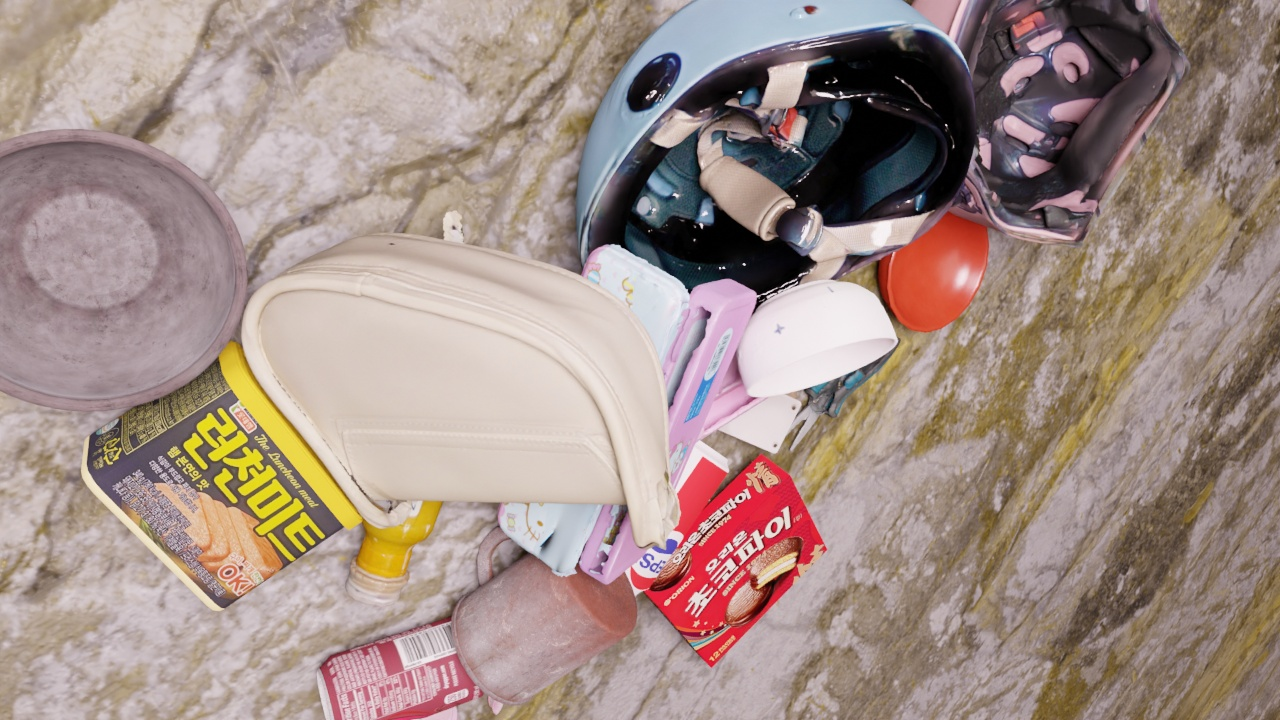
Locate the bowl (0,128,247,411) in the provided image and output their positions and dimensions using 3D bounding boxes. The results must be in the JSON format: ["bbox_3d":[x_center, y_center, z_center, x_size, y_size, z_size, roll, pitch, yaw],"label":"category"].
[{"bbox_3d":[-0.292,-0.052,0.490,0.144,0.067,0.145,-11,113,-27],"label":"bowl"}]

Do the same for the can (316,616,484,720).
[{"bbox_3d":[-0.172,0.232,0.671,0.114,0.063,0.063,-12,114,-27],"label":"can"}]

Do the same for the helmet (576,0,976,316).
[{"bbox_3d":[0.071,-0.136,0.607,0.266,0.166,0.225,-35,137,14],"label":"helmet"}]

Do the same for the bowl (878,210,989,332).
[{"bbox_3d":[0.256,-0.088,0.822,0.121,0.035,0.122,-11,113,-27],"label":"bowl"}]

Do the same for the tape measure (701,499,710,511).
[{"bbox_3d":[0.030,0.142,0.783,0.051,0.019,0.059,2,114,-29],"label":"tape measure"}]

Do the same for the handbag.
[{"bbox_3d":[-0.090,0.012,0.541,0.131,0.229,0.184,-50,136,-57],"label":"handbag"}]

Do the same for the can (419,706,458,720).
[{"bbox_3d":[-0.169,0.299,0.695,0.067,0.067,0.076,-13,114,-27],"label":"can"}]

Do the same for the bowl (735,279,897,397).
[{"bbox_3d":[0.113,-0.018,0.615,0.104,0.105,0.054,-8,71,-28],"label":"bowl"}]

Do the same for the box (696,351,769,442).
[{"bbox_3d":[-0.007,0.005,0.688,0.201,0.059,0.155,-28,87,-20],"label":"box"}]

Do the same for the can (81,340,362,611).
[{"bbox_3d":[-0.252,0.072,0.559,0.101,0.072,0.131,-35,122,-13],"label":"can"}]

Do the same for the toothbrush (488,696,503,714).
[{"bbox_3d":[-0.106,0.223,0.735,0.021,0.016,0.135,6,105,-21],"label":"toothbrush"}]

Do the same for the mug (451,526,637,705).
[{"bbox_3d":[-0.075,0.171,0.670,0.110,0.123,0.096,-34,156,13],"label":"mug"}]

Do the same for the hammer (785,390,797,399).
[{"bbox_3d":[0.131,-0.105,0.746,0.119,0.031,0.331,-8,111,-28],"label":"hammer"}]

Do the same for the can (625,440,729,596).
[{"bbox_3d":[0.008,0.117,0.731,0.070,0.070,0.132,36,88,-35],"label":"can"}]

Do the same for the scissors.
[{"bbox_3d":[0.183,0.013,0.827,0.150,0.019,0.121,-18,117,-22],"label":"scissors"}]

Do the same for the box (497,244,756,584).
[{"bbox_3d":[-0.016,0.034,0.595,0.089,0.092,0.214,-22,137,-62],"label":"box"}]

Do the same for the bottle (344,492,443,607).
[{"bbox_3d":[-0.156,0.077,0.628,0.053,0.053,0.186,15,100,-34],"label":"bottle"}]

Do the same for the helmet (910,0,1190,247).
[{"bbox_3d":[0.289,-0.221,0.720,0.255,0.152,0.230,23,97,-35],"label":"helmet"}]

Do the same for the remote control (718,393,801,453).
[{"bbox_3d":[0.071,0.033,0.762,0.135,0.011,0.050,24,95,-26],"label":"remote control"}]

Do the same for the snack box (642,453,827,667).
[{"bbox_3d":[0.083,0.178,0.803,0.152,0.036,0.133,-42,135,-11],"label":"snack box"}]
